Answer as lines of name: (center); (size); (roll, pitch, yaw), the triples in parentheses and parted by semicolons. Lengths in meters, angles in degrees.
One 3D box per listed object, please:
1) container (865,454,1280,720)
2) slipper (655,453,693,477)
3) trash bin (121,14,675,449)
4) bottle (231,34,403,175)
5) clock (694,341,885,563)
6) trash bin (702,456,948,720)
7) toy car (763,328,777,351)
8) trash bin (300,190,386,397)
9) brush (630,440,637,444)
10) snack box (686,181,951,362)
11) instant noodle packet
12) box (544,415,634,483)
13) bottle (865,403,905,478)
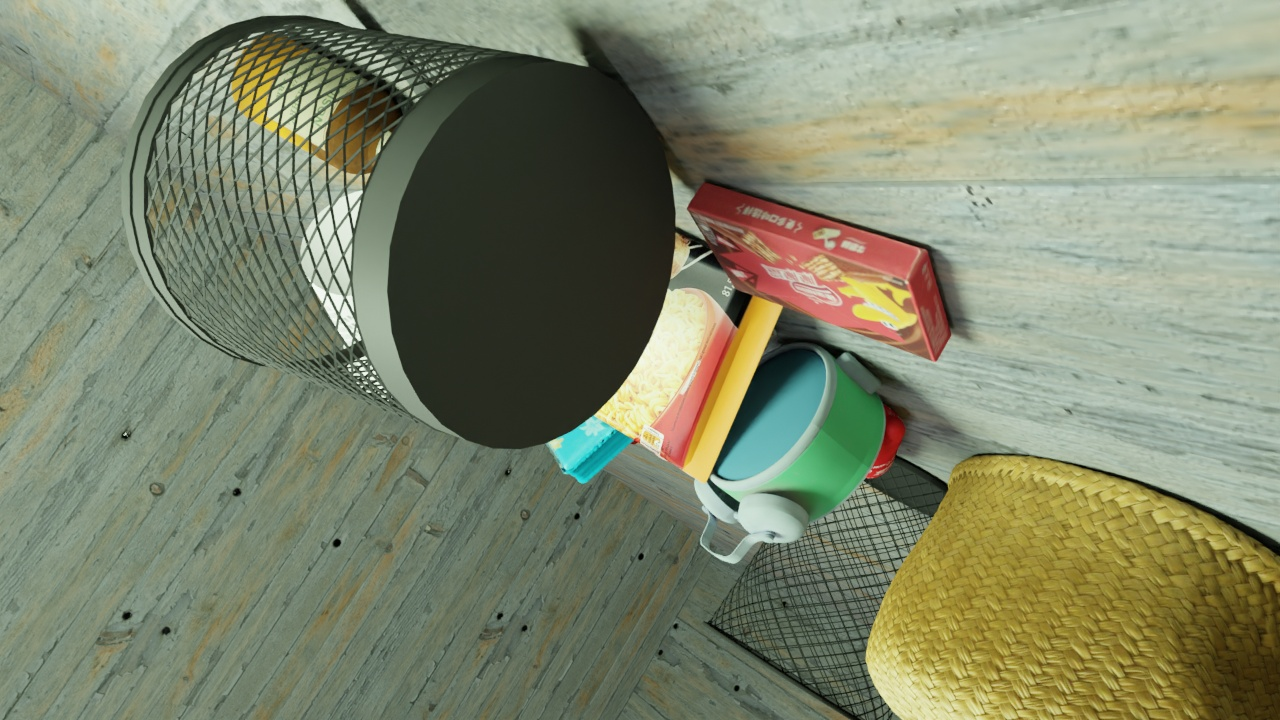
container: (0.313, 0.218, 0.638); (0.307, 0.196, 0.307); (33, 170, 6)
slipper: (0.078, 0.081, 1.003); (0.081, 0.093, 0.197); (14, 179, -23)
trash bin: (-0.127, -0.074, 0.512); (0.228, 0.217, 0.218); (19, 164, 38)
bottle: (-0.216, -0.176, 0.671); (0.157, 0.067, 0.068); (30, 170, 11)
clock: (0.098, 0.070, 0.645); (0.075, 0.161, 0.122); (37, 169, -24)
trash bin: (0.189, 0.197, 0.836); (0.184, 0.210, 0.184); (31, 170, 6)
toy car: (0.046, -0.030, 0.688); (0.113, 0.039, 0.039); (23, 146, 41)
trash bin: (-0.272, -0.076, 1.025); (0.195, 0.195, 0.200); (28, 160, 20)
brush: (-0.044, 0.032, 1.093); (0.173, 0.082, 0.042); (37, 169, -25)
snack box: (0.096, -0.048, 0.493); (0.133, 0.021, 0.089); (24, 167, 34)
instant noodle packet: (-0.023, -0.031, 0.632); (0.221, 0.160, 0.032); (29, -150, 17)
box: (-0.073, -0.011, 0.752); (0.226, 0.094, 0.041); (52, -172, 38)
bottle: (0.182, 0.068, 0.726); (0.042, 0.042, 0.141); (29, 169, 18)
